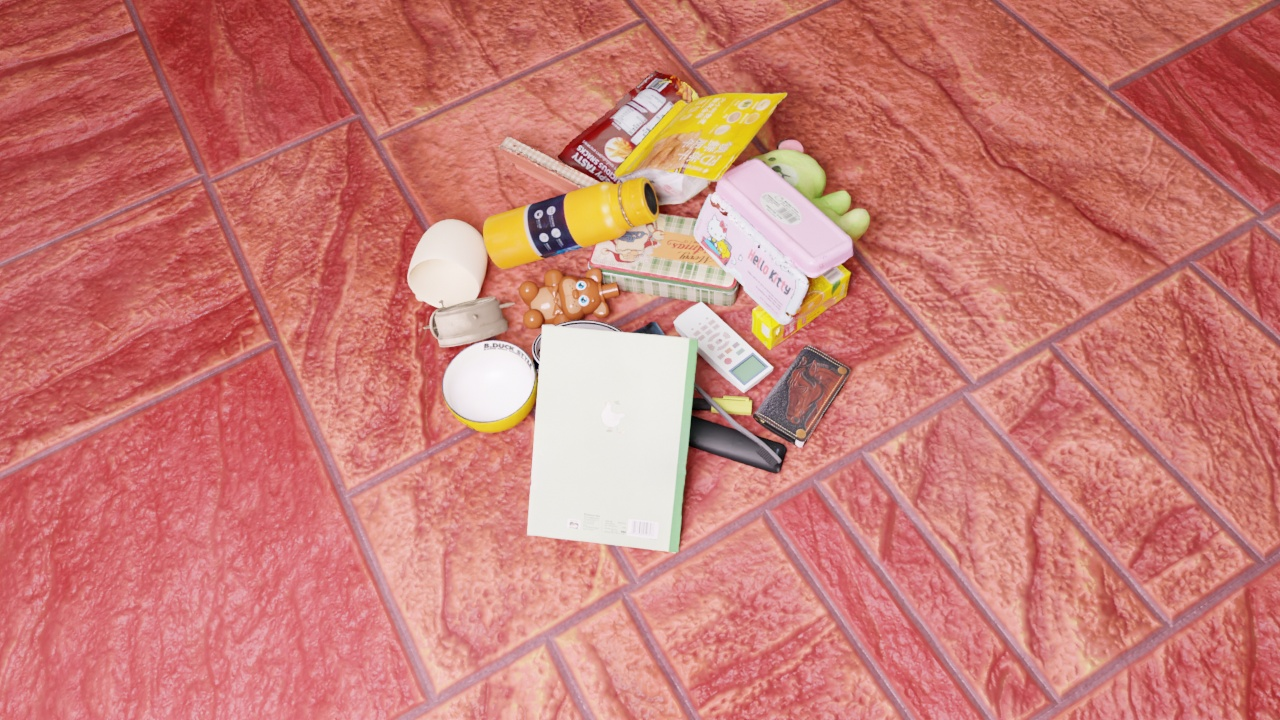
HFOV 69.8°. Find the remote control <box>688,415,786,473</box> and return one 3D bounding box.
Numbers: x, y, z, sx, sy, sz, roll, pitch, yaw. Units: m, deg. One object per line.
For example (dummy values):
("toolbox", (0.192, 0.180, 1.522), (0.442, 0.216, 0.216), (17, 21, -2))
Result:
("remote control", (0.102, 0.097, 1.122), (0.152, 0.020, 0.041), (17, 61, 12))

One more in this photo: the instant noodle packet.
("instant noodle packet", (0.088, -0.287, 1.234), (0.162, 0.084, 0.222), (-49, 25, -16))

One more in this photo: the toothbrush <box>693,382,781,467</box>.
("toothbrush", (0.108, 0.070, 1.118), (0.013, 0.013, 0.167), (-41, 65, -10))

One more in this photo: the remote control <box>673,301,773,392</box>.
("remote control", (0.104, -0.017, 1.185), (0.049, 0.024, 0.143), (-36, 62, -16))

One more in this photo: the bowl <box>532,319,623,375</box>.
("bowl", (-0.071, 0.010, 1.130), (0.120, 0.066, 0.120), (0, 35, 0))

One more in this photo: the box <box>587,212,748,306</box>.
("box", (0.039, -0.145, 1.251), (0.205, 0.051, 0.117), (11, 62, 10))

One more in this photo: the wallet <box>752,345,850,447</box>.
("wallet", (0.202, 0.043, 1.145), (0.072, 0.019, 0.122), (32, 67, 16))

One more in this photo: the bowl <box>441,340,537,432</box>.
("bowl", (-0.184, 0.041, 1.150), (0.117, 0.068, 0.117), (-2, 60, 4))

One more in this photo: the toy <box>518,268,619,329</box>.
("toy", (-0.092, -0.081, 1.210), (0.128, 0.065, 0.095), (-13, 82, 6))

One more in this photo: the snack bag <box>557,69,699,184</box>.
("snack bag", (-0.004, -0.333, 1.355), (0.139, 0.067, 0.207), (41, 73, 12))

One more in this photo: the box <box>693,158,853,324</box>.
("box", (0.156, -0.158, 1.147), (0.146, 0.077, 0.201), (-46, 58, 8))

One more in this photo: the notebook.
("notebook", (-0.034, 0.091, 1.058), (0.182, 0.010, 0.252), (6, 97, 8))

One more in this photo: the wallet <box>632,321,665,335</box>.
("wallet", (-0.007, 0.007, 1.180), (0.115, 0.026, 0.089), (-29, 60, -12))

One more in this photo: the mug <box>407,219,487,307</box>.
("mug", (-0.264, -0.132, 1.248), (0.120, 0.096, 0.099), (-31, 37, 35))

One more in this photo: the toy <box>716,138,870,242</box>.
("toy", (0.206, -0.209, 1.248), (0.150, 0.107, 0.196), (-25, 53, -10))

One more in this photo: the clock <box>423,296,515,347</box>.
("clock", (-0.236, -0.053, 1.200), (0.141, 0.054, 0.092), (-4, 15, 38))

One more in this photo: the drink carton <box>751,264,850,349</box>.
("drink carton", (0.208, -0.074, 1.190), (0.134, 0.059, 0.043), (-34, 63, -13))

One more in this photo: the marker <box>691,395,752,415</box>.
("marker", (0.077, 0.053, 1.150), (0.124, 0.017, 0.021), (3, 105, 8))

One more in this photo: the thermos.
("thermos", (-0.093, -0.193, 1.229), (0.233, 0.076, 0.091), (-13, 60, 22))

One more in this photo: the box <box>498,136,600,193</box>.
("box", (-0.119, -0.264, 1.321), (0.187, 0.082, 0.041), (31, 77, 18))
